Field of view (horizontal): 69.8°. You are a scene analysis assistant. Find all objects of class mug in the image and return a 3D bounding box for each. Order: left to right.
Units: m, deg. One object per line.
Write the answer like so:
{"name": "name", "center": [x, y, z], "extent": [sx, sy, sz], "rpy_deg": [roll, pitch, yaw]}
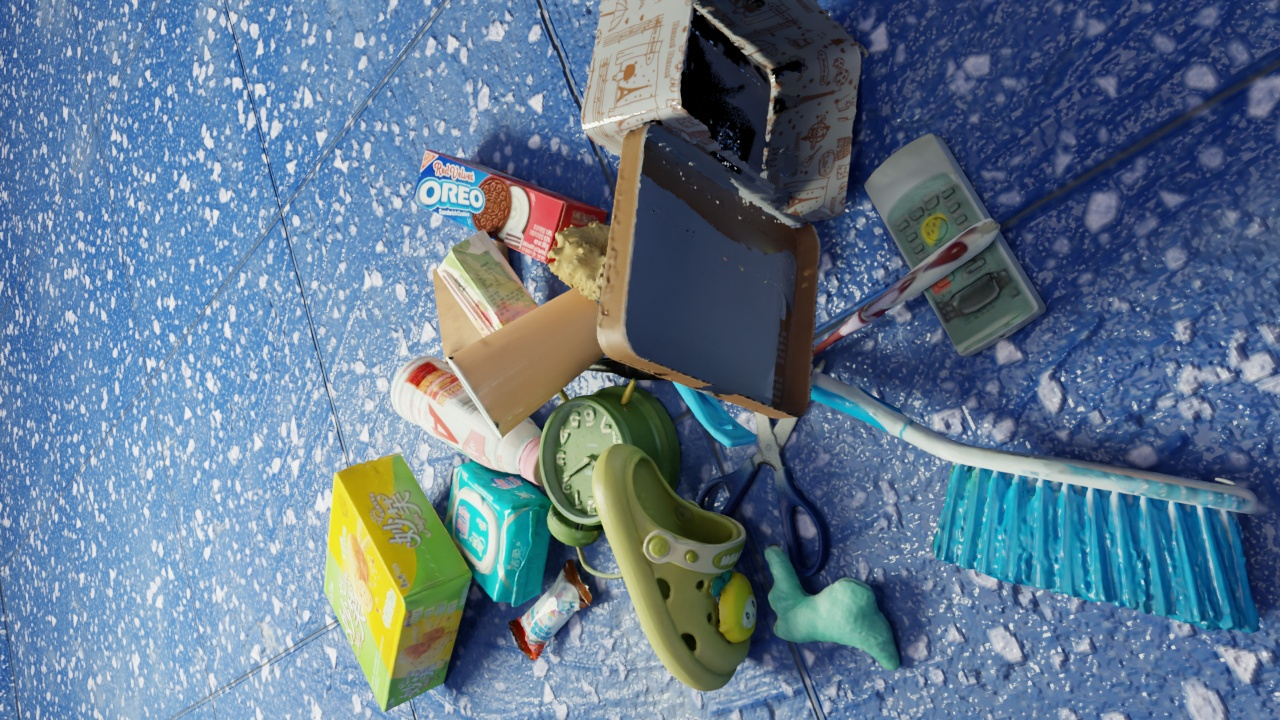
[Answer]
{"name": "mug", "center": [-0.084, -0.004, 0.738], "extent": [0.122, 0.078, 0.078], "rpy_deg": [-35, 58, -12]}

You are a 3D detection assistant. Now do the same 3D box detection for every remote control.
{"name": "remote control", "center": [0.190, -0.073, 0.566], "extent": [0.056, 0.019, 0.135], "rpy_deg": [-37, 67, 36]}

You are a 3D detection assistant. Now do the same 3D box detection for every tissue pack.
{"name": "tissue pack", "center": [-0.128, 0.151, 0.825], "extent": [0.133, 0.050, 0.093], "rpy_deg": [25, 108, 51]}

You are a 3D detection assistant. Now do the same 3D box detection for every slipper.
{"name": "slipper", "center": [0.034, 0.141, 0.648], "extent": [0.082, 0.091, 0.190], "rpy_deg": [-25, 94, 26]}

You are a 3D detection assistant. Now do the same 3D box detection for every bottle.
{"name": "bottle", "center": [-0.149, 0.058, 0.848], "extent": [0.197, 0.068, 0.068], "rpy_deg": [25, 107, 35]}

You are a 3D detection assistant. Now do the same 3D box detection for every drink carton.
{"name": "drink carton", "center": [-0.124, -0.046, 0.799], "extent": [0.122, 0.045, 0.054], "rpy_deg": [55, 150, -3]}

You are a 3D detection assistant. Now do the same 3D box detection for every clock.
{"name": "clock", "center": [-0.028, 0.096, 0.743], "extent": [0.116, 0.056, 0.161], "rpy_deg": [-4, 88, 43]}

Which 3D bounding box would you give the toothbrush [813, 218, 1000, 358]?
{"name": "toothbrush", "center": [0.148, -0.034, 0.584], "extent": [0.188, 0.017, 0.016], "rpy_deg": [-40, 66, 42]}

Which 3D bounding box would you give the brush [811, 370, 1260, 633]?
{"name": "brush", "center": [0.184, 0.067, 0.543], "extent": [0.315, 0.060, 0.109], "rpy_deg": [7, 89, 37]}

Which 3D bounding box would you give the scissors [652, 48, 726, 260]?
{"name": "scissors", "center": [0.025, -0.138, 0.665], "extent": [0.149, 0.021, 0.234], "rpy_deg": [-15, 69, 18]}

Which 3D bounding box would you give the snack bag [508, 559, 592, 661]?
{"name": "snack bag", "center": [-0.078, 0.222, 0.810], "extent": [0.105, 0.026, 0.045], "rpy_deg": [-51, 52, 27]}

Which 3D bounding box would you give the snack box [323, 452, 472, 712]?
{"name": "snack box", "center": [-0.243, 0.218, 0.895], "extent": [0.157, 0.069, 0.211], "rpy_deg": [50, 138, 30]}

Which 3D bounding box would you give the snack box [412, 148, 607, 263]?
{"name": "snack box", "center": [-0.122, -0.138, 0.823], "extent": [0.208, 0.058, 0.057], "rpy_deg": [27, 106, 39]}

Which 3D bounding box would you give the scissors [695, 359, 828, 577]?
{"name": "scissors", "center": [0.091, 0.078, 0.665], "extent": [0.175, 0.012, 0.162], "rpy_deg": [-44, 61, 33]}

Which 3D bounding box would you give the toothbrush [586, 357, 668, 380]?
{"name": "toothbrush", "center": [-0.004, 0.004, 0.738], "extent": [0.213, 0.027, 0.026], "rpy_deg": [-2, 119, 45]}

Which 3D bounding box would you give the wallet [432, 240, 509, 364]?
{"name": "wallet", "center": [-0.161, -0.054, 0.886], "extent": [0.116, 0.020, 0.101], "rpy_deg": [-13, 83, 44]}

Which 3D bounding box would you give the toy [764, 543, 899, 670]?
{"name": "toy", "center": [0.121, 0.167, 0.621], "extent": [0.092, 0.030, 0.096], "rpy_deg": [-18, 97, 43]}

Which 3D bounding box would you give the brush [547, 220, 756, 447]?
{"name": "brush", "center": [0.007, -0.025, 0.677], "extent": [0.254, 0.083, 0.046], "rpy_deg": [55, 134, 37]}

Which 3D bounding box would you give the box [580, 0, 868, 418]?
{"name": "box", "center": [0.050, -0.106, 0.552], "extent": [0.082, 0.176, 0.259], "rpy_deg": [-4, 73, 42]}

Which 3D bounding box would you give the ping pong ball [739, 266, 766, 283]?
{"name": "ping pong ball", "center": [0.081, -0.061, 0.651], "extent": [0.040, 0.040, 0.040], "rpy_deg": [1, 91, 42]}
